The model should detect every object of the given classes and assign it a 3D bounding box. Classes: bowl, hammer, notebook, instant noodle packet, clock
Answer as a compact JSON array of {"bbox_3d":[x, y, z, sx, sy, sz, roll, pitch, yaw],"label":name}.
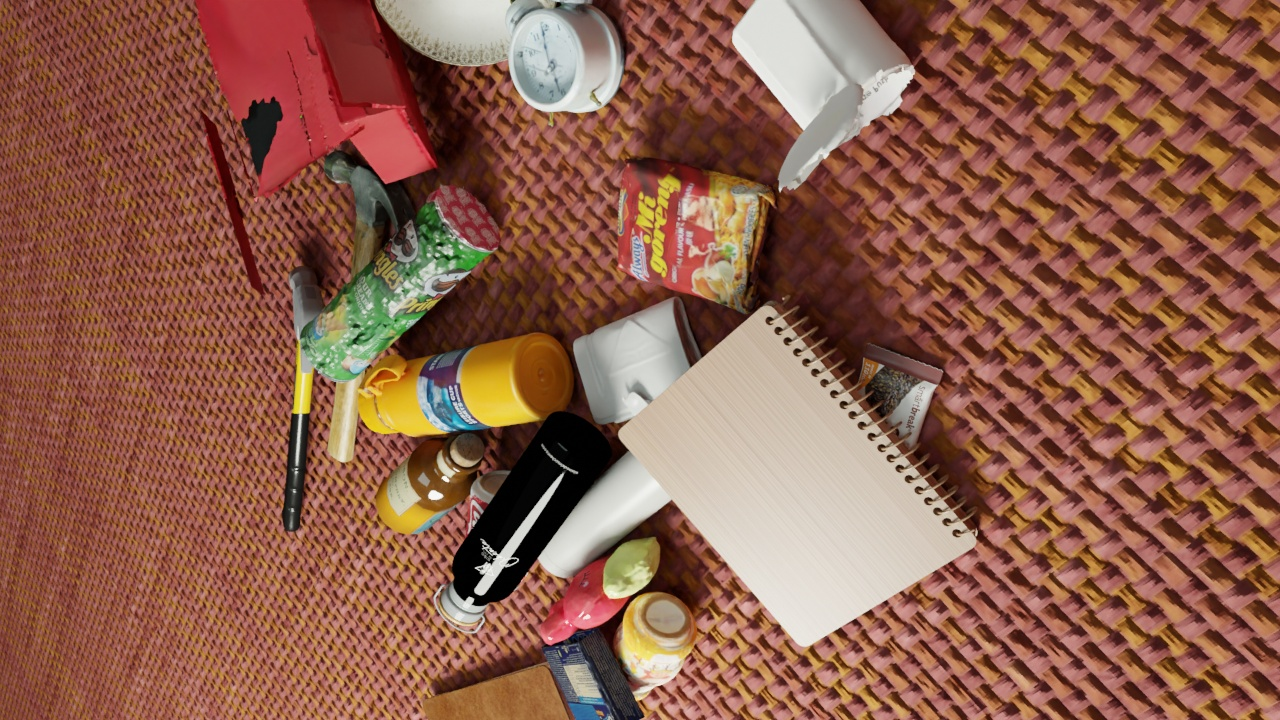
[{"bbox_3d":[-0.139,-0.315,0.734,0.146,0.145,0.063,-46,35,35],"label":"bowl"},{"bbox_3d":[-0.295,-0.039,0.961,0.132,0.033,0.331,29,118,28],"label":"hammer"},{"bbox_3d":[-0.127,0.407,0.941,0.226,0.024,0.167,-29,81,38],"label":"notebook"},{"bbox_3d":[-0.384,0.065,1.035,0.127,0.029,0.324,54,136,47],"label":"hammer"},{"bbox_3d":[0.039,-0.095,0.685,0.135,0.039,0.099,21,120,31],"label":"instant noodle packet"},{"bbox_3d":[0.108,0.081,0.645,0.210,0.022,0.169,49,118,2],"label":"notebook"},{"bbox_3d":[-0.062,-0.248,0.712,0.083,0.056,0.117,-10,101,39],"label":"clock"}]

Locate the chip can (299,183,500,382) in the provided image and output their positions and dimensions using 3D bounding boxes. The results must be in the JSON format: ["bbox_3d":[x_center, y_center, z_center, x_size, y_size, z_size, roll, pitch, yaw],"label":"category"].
[{"bbox_3d":[-0.228,-0.066,0.851,0.224,0.075,0.075,-38,77,26],"label":"chip can"}]

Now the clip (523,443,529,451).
[{"bbox_3d":[-0.073,0.080,0.813,0.050,0.054,0.044,-23,66,14],"label":"clip"}]

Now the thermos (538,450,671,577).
[{"bbox_3d":[-0.008,0.109,0.760,0.225,0.052,0.052,-44,73,36],"label":"thermos"}]

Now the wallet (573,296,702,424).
[{"bbox_3d":[-0.004,0.004,0.746,0.116,0.032,0.086,-26,82,39],"label":"wallet"}]

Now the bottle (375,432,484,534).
[{"bbox_3d":[-0.196,0.112,0.882,0.157,0.067,0.068,-39,77,45],"label":"bottle"}]

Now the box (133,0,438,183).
[{"bbox_3d":[-0.310,-0.276,0.616,0.141,0.510,0.215,-22,81,14],"label":"box"}]

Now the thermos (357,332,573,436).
[{"bbox_3d":[-0.173,0.021,0.848,0.233,0.076,0.091,-10,110,39],"label":"thermos"}]

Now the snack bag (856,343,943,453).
[{"bbox_3d":[0.163,0.070,0.644,0.057,0.013,0.158,24,114,29],"label":"snack bag"}]

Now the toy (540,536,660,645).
[{"bbox_3d":[-0.034,0.194,0.775,0.135,0.091,0.045,-41,84,27],"label":"toy"}]

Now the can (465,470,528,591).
[{"bbox_3d":[-0.131,0.161,0.859,0.064,0.064,0.105,24,114,31],"label":"can"}]

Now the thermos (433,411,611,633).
[{"bbox_3d":[-0.110,0.148,0.782,0.061,0.061,0.232,44,114,21],"label":"thermos"}]

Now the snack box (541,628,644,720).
[{"bbox_3d":[-0.045,0.281,0.805,0.082,0.027,0.150,61,156,7],"label":"snack box"}]

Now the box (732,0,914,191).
[{"bbox_3d":[0.101,-0.172,0.554,0.137,0.142,0.083,54,129,12],"label":"box"}]

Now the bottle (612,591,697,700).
[{"bbox_3d":[0.006,0.245,0.776,0.063,0.063,0.109,41,135,23],"label":"bottle"}]
